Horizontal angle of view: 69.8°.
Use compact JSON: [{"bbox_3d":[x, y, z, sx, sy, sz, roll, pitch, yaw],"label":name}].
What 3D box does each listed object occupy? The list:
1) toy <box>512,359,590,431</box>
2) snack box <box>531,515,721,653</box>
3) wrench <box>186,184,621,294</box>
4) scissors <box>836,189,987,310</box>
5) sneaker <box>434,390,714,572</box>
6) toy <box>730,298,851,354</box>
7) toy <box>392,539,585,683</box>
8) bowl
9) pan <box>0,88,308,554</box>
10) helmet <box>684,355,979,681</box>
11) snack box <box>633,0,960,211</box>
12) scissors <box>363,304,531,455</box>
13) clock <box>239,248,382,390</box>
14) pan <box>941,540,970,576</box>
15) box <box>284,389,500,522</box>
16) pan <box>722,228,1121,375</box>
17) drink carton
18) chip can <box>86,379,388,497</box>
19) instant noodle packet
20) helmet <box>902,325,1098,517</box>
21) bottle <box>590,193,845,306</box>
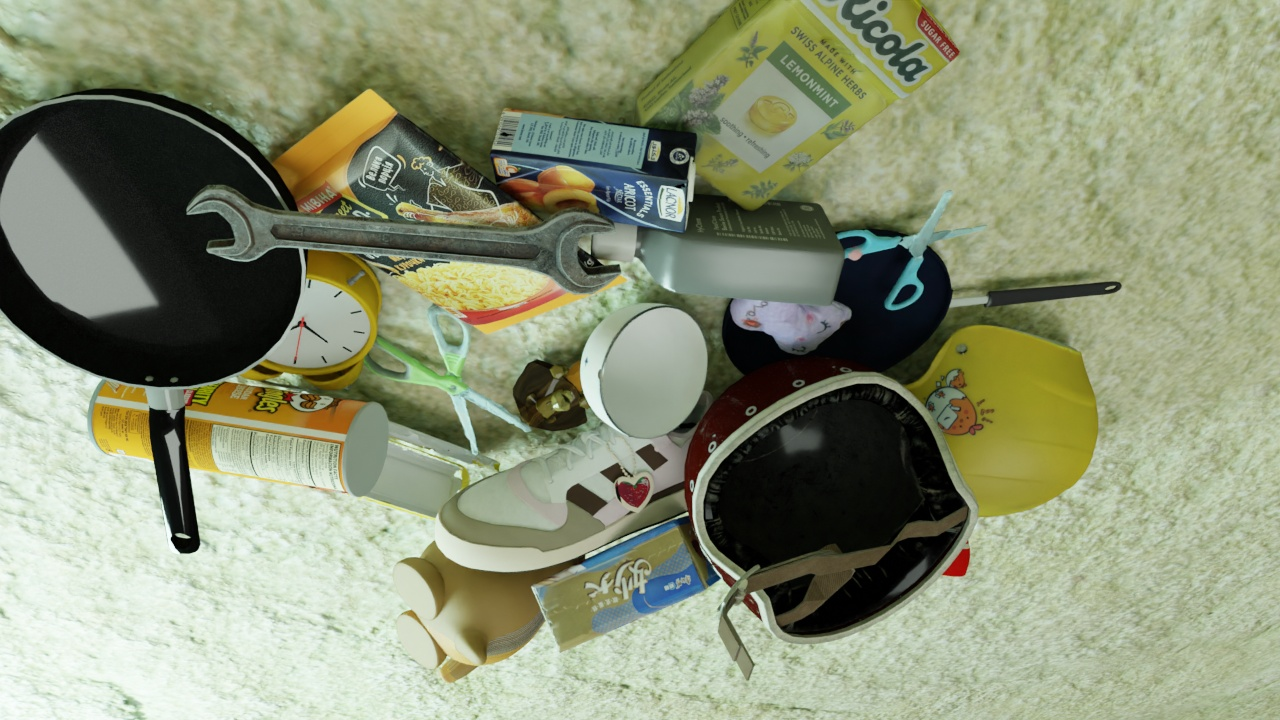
[{"bbox_3d":[-0.062,0.020,0.806,0.100,0.062,0.076,-36,114,10],"label":"toy"},{"bbox_3d":[0.007,0.210,0.909,0.155,0.069,0.202,-26,168,13],"label":"snack box"},{"bbox_3d":[-0.143,-0.078,0.594,0.273,0.010,0.070,3,134,-15],"label":"wrench"},{"bbox_3d":[0.206,-0.080,0.731,0.135,0.015,0.136,-7,143,7],"label":"scissors"},{"bbox_3d":[-0.047,0.098,0.839,0.293,0.111,0.117,-14,125,-16],"label":"sneaker"},{"bbox_3d":[0.126,-0.040,0.745,0.099,0.036,0.080,21,135,-30],"label":"toy"},{"bbox_3d":[-0.147,0.218,0.954,0.202,0.163,0.199,-29,134,-45],"label":"toy"},{"bbox_3d":[-0.005,0.004,0.771,0.113,0.063,0.113,-12,109,-36],"label":"bowl"},{"bbox_3d":[-0.332,-0.011,0.636,0.204,0.044,0.356,3,121,-10],"label":"pan"},{"bbox_3d":[0.146,0.121,0.758,0.233,0.253,0.234,-30,141,-2],"label":"helmet"},{"bbox_3d":[0.095,-0.180,0.593,0.181,0.045,0.121,-36,134,29],"label":"snack box"},{"bbox_3d":[-0.169,0.022,0.798,0.139,0.028,0.171,-10,126,2],"label":"scissors"},{"bbox_3d":[-0.262,-0.028,0.709,0.113,0.052,0.152,9,134,-22],"label":"clock"},{"bbox_3d":[0.168,0.148,0.961,0.356,0.067,0.209,18,-178,3],"label":"pan"},{"bbox_3d":[-0.237,0.095,0.838,0.209,0.080,0.079,28,167,-36],"label":"box"},{"bbox_3d":[0.247,-0.049,0.804,0.356,0.021,0.199,-6,142,-3],"label":"pan"},{"bbox_3d":[-0.028,-0.124,0.605,0.130,0.040,0.064,8,157,4],"label":"drink carton"},{"bbox_3d":[-0.317,0.055,0.730,0.215,0.075,0.075,8,142,8],"label":"chip can"},{"bbox_3d":[-0.141,-0.088,0.642,0.160,0.032,0.220,-17,142,40],"label":"instant noodle packet"},{"bbox_3d":[0.320,0.084,0.875,0.208,0.139,0.241,12,142,-36],"label":"helmet"},{"bbox_3d":[0.051,-0.085,0.665,0.174,0.083,0.046,4,124,-6],"label":"bottle"}]
